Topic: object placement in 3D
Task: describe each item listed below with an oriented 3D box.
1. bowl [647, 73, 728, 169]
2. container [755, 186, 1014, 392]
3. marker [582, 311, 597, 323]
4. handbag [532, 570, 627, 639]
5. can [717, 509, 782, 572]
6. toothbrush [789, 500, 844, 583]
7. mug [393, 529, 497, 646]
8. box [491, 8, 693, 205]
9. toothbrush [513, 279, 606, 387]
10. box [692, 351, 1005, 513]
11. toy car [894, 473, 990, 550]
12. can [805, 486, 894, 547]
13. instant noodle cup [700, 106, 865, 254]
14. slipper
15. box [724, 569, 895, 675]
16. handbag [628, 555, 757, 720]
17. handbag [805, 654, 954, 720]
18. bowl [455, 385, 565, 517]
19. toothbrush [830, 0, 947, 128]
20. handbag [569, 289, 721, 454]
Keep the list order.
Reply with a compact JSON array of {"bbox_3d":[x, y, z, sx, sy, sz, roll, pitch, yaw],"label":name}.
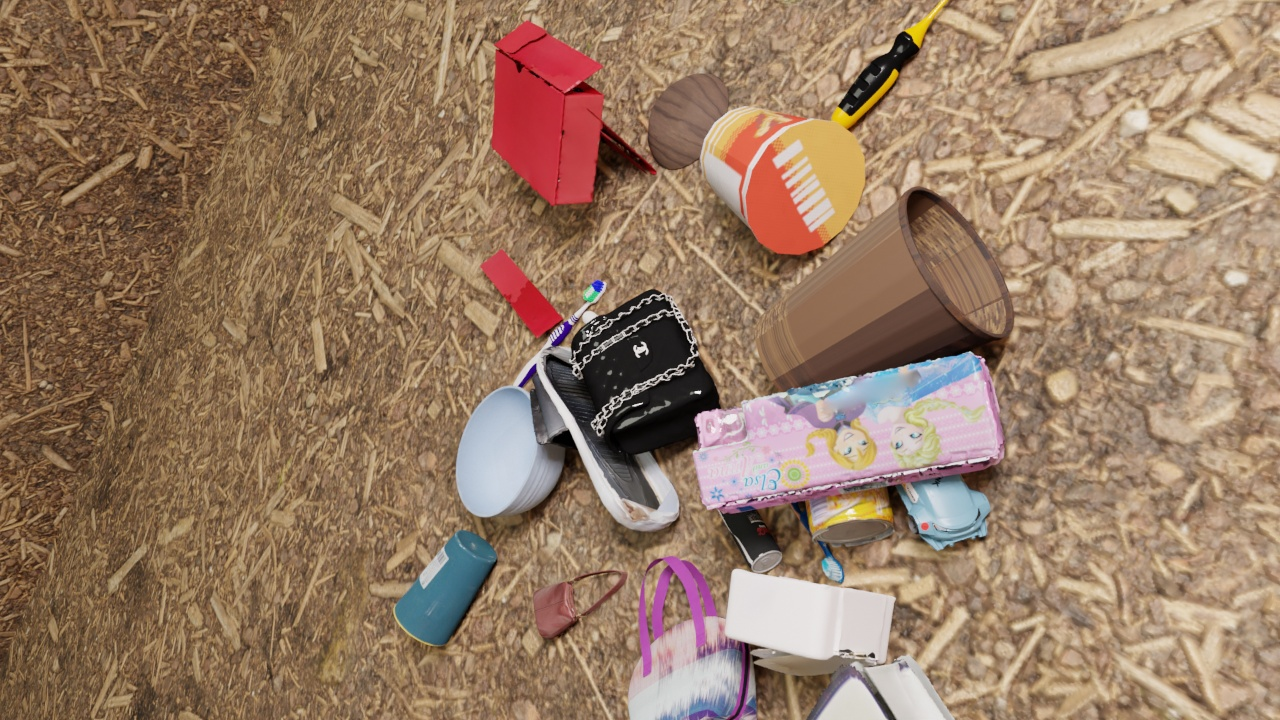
[{"bbox_3d":[0.045,-0.282,1.057,0.120,0.032,0.119,-21,59,40],"label":"bowl"},{"bbox_3d":[0.188,-0.038,0.742,0.168,0.132,0.132,-35,51,39],"label":"container"},{"bbox_3d":[-0.030,-0.026,1.039,0.133,0.020,0.017,38,106,48],"label":"marker"},{"bbox_3d":[-0.061,0.245,0.957,0.120,0.029,0.055,-33,54,27],"label":"handbag"},{"bbox_3d":[0.095,0.149,0.824,0.032,0.031,0.080,-49,45,21],"label":"can"},{"bbox_3d":[0.143,0.131,0.792,0.022,0.017,0.135,-41,48,25],"label":"toothbrush"},{"bbox_3d":[-0.227,0.265,1.087,0.121,0.078,0.078,-55,43,8],"label":"mug"},{"bbox_3d":[-0.038,-0.394,1.066,0.426,0.128,0.213,-56,41,11],"label":"box"},{"bbox_3d":[-0.102,-0.028,1.118,0.187,0.016,0.015,-48,45,21],"label":"toothbrush"},{"bbox_3d":[0.149,0.054,0.693,0.231,0.063,0.084,-14,61,21],"label":"box"},{"bbox_3d":[0.221,0.087,0.698,0.060,0.027,0.107,-17,52,-4],"label":"toy car"},{"bbox_3d":[0.164,0.093,0.749,0.068,0.067,0.105,-27,56,36],"label":"can"},{"bbox_3d":[0.126,-0.181,0.873,0.123,0.123,0.121,-57,35,12],"label":"instant noodle cup"},{"bbox_3d":[-0.050,0.082,0.956,0.063,0.111,0.263,-56,47,23],"label":"slipper"},{"bbox_3d":[0.130,0.220,0.704,0.103,0.107,0.101,0,77,46],"label":"box"},{"bbox_3d":[0.036,0.258,0.827,0.145,0.068,0.169,-38,43,29],"label":"handbag"},{"bbox_3d":[0.175,0.318,0.656,0.151,0.074,0.176,59,136,43],"label":"handbag"},{"bbox_3d":[-0.138,0.111,1.053,0.151,0.074,0.150,-21,58,39],"label":"bowl"},{"bbox_3d":[0.248,-0.294,0.852,0.197,0.030,0.031,-49,49,17],"label":"toothbrush"},{"bbox_3d":[-0.005,0.005,0.906,0.125,0.115,0.153,-25,54,0],"label":"handbag"}]
